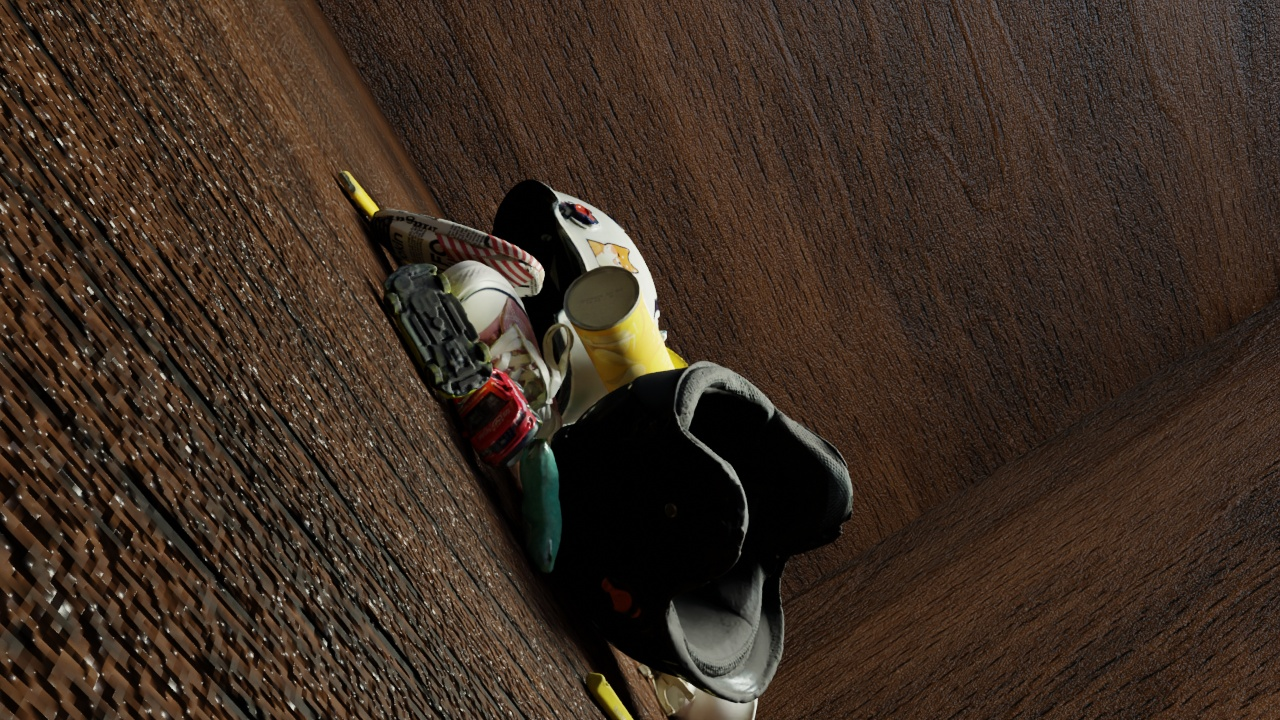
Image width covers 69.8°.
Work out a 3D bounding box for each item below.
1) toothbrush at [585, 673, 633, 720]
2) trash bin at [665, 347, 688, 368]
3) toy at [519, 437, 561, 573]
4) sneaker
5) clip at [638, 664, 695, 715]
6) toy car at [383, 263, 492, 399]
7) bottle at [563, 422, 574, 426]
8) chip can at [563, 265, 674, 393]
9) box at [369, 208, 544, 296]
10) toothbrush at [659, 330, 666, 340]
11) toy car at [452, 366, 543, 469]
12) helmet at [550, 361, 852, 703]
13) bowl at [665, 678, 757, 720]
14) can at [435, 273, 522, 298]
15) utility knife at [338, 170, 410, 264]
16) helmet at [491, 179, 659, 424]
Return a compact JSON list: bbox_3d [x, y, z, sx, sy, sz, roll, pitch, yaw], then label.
[{"bbox_3d":[0.006,0.266,0.638,0.015,0.016,0.190,54,-7,51],"label":"toothbrush"},{"bbox_3d":[-0.013,0.096,1.321,0.229,0.229,0.255,59,-10,13],"label":"trash bin"},{"bbox_3d":[-0.074,0.097,0.667,0.096,0.030,0.092,-143,-128,-72],"label":"toy"},{"bbox_3d":[-0.109,0.014,0.801,0.088,0.118,0.241,32,-25,34],"label":"sneaker"},{"bbox_3d":[0.026,0.332,0.943,0.095,0.035,0.102,54,-14,20],"label":"clip"},{"bbox_3d":[-0.149,-0.021,0.667,0.105,0.048,0.032,60,-32,4],"label":"toy car"},{"bbox_3d":[-0.084,0.103,1.103,0.195,0.079,0.044,42,-21,53],"label":"bottle"},{"bbox_3d":[-0.005,0.005,0.859,0.072,0.072,0.213,57,-5,37],"label":"chip can"},{"bbox_3d":[-0.163,-0.093,0.813,0.164,0.052,0.069,19,-33,9],"label":"box"},{"bbox_3d":[-0.061,0.023,1.088,0.027,0.221,0.026,51,20,-22],"label":"toothbrush"},{"bbox_3d":[-0.113,0.038,0.690,0.045,0.053,0.120,44,-2,-28],"label":"toy car"},{"bbox_3d":[0.037,0.139,0.774,0.233,0.231,0.274,3,84,-55],"label":"helmet"},{"bbox_3d":[0.066,0.357,0.970,0.064,0.118,0.118,20,11,-19],"label":"bowl"},{"bbox_3d":[-0.167,-0.068,0.911,0.066,0.093,0.066,59,-4,6],"label":"can"},{"bbox_3d":[-0.244,-0.127,0.861,0.033,0.015,0.156,51,-7,26],"label":"utility knife"},{"bbox_3d":[-0.067,-0.059,1.004,0.231,0.156,0.273,-54,-140,44],"label":"helmet"}]
